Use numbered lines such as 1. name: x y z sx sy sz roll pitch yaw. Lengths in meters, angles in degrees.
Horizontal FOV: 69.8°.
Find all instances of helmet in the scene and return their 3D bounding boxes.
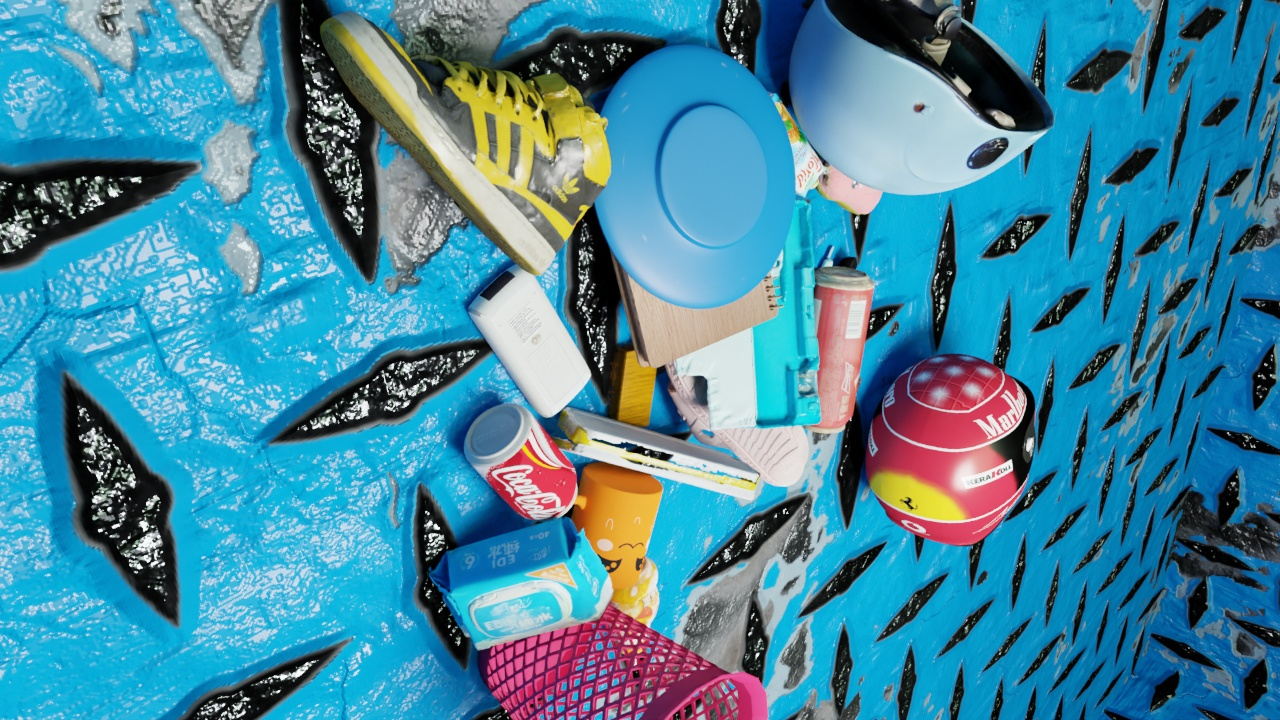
1. helmet: 0.255 -0.255 0.875 0.265 0.225 0.167 4 143 -27
2. helmet: 0.411 0.101 1.202 0.270 0.198 0.225 -37 132 -39

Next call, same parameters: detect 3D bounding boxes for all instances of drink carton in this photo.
1. drink carton: 0.136 -0.210 0.892 0.044 0.038 0.129 -52 137 -1

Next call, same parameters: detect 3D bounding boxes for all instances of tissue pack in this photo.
1. tissue pack: -0.103 0.197 0.795 0.144 0.061 0.093 -16 129 6

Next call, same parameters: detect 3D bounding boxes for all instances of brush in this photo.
1. brush: -0.005 0.005 0.869 0.048 0.017 0.126 -10 115 -42

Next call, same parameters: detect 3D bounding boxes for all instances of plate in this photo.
1. plate: 0.058 -0.156 0.784 0.223 0.024 0.224 -3 95 -35

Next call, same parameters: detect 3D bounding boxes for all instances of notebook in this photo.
1. notebook: 0.045 -0.119 0.808 0.168 0.022 0.210 -22 106 -32

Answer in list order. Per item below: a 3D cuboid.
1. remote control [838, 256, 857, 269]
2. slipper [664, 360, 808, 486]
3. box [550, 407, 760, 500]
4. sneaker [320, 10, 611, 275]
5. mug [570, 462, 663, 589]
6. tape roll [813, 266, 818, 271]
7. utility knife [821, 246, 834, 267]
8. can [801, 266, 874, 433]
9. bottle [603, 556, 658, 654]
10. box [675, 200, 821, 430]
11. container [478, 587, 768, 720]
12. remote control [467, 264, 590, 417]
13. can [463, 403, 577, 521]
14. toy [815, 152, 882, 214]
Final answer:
1. remote control: 0.210 -0.050 1.055 0.152 0.020 0.041 -63 162 -1
2. slipper: 0.086 0.043 0.934 0.239 0.065 0.094 48 57 -29
3. box: 0.016 0.095 0.856 0.209 0.066 0.044 19 95 -29
4. sneaker: -0.101 -0.171 0.636 0.122 0.086 0.238 -49 140 -8
5. mug: -0.042 0.154 0.861 0.112 0.078 0.096 6 104 -36
6. tape roll: 0.171 -0.057 0.994 0.093 0.030 0.094 -12 113 -30
7. utility knife: 0.198 -0.074 1.039 0.120 0.015 0.022 -67 158 2
8. can: 0.201 -0.011 0.968 0.067 0.067 0.170 -13 115 -41
9. bottle: -0.012 0.251 0.944 0.063 0.063 0.109 -25 124 -36
10. box: 0.099 -0.047 0.883 0.181 0.039 0.226 -1 88 -35
11. container: -0.032 0.305 0.827 0.182 0.226 0.183 -21 122 -38
12. remote control: -0.090 -0.014 0.769 0.060 0.025 0.138 -46 132 -20
13. can: -0.099 0.089 0.779 0.064 0.064 0.105 -49 136 -17
14. toy: 0.222 -0.199 0.976 0.109 0.051 0.090 -14 113 -39
